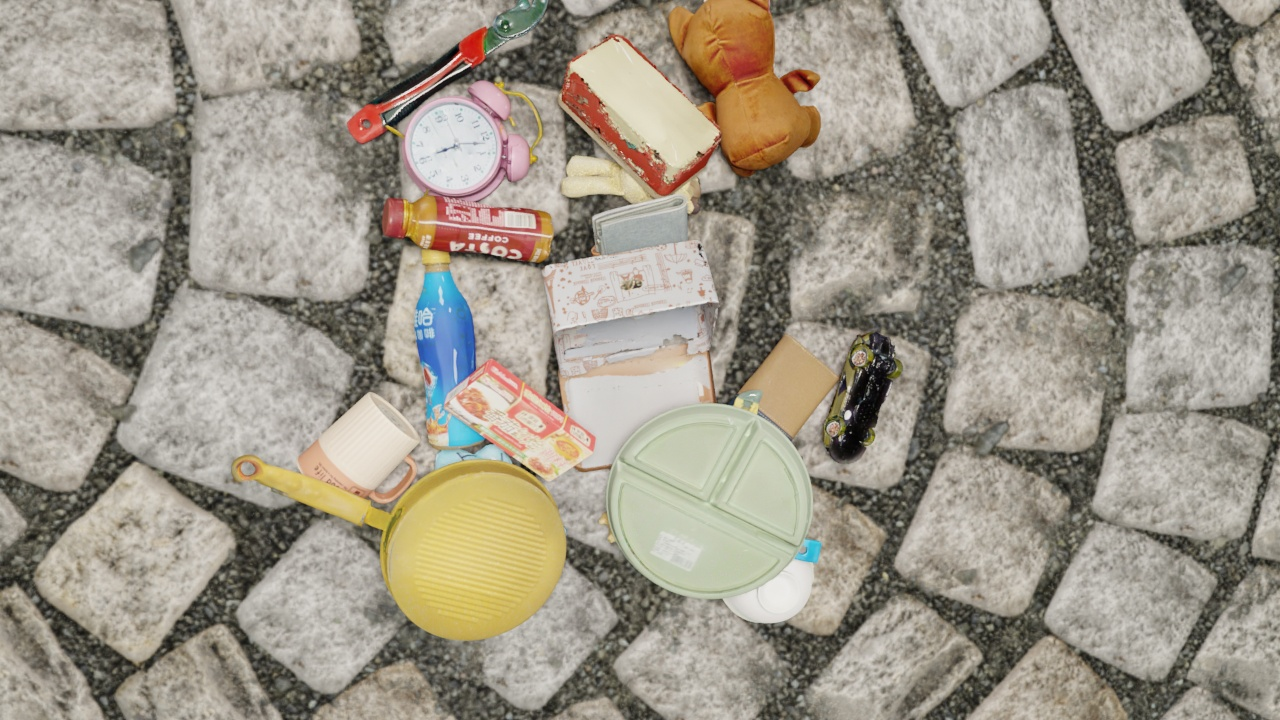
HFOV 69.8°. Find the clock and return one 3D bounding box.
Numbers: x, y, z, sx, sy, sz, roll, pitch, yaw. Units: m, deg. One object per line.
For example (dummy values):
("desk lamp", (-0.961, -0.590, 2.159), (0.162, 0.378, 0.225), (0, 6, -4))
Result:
("clock", (-0.182, -0.236, 0.992), (0.158, 0.060, 0.117), (-23, 98, -5))

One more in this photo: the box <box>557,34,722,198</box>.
("box", (-0.001, -0.261, 0.969), (0.168, 0.076, 0.091), (45, 64, 7))

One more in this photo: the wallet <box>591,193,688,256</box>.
("wallet", (0.000, -0.122, 0.999), (0.106, 0.130, 0.037), (-12, 55, -3))

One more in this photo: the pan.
("pan", (-0.248, 0.173, 0.964), (0.357, 0.078, 0.198), (22, 93, -24))

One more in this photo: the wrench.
("wrench", (-0.206, -0.328, 1.002), (0.273, 0.016, 0.056), (-40, 96, -1))

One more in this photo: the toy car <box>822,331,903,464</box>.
("toy car", (0.253, 0.044, 1.066), (0.070, 0.042, 0.158), (18, 92, -38))

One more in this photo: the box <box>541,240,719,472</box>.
("box", (-0.007, -0.005, 1.017), (0.179, 0.134, 0.271), (-9, 127, -5))

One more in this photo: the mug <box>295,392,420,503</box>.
("mug", (-0.297, 0.107, 1.009), (0.106, 0.081, 0.114), (-45, 125, -2))

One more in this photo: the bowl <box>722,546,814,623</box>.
("bowl", (0.154, 0.261, 1.072), (0.118, 0.065, 0.118), (0, 96, -5))

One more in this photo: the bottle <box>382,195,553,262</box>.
("bottle", (-0.183, -0.142, 0.977), (0.174, 0.057, 0.057), (5, 95, -24))

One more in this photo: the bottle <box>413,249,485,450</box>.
("bottle", (-0.212, -0.014, 1.008), (0.065, 0.065, 0.219), (-6, 96, -5))

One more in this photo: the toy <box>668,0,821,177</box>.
("toy", (0.115, -0.307, 0.987), (0.140, 0.130, 0.199), (-22, 104, 25))

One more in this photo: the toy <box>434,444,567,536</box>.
("toy", (-0.164, 0.172, 1.037), (0.161, 0.050, 0.156), (-3, 92, -10))

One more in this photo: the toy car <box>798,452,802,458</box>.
("toy car", (0.144, 0.140, 1.071), (0.105, 0.048, 0.032), (-39, 65, 0))

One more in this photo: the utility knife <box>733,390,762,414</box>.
("utility knife", (0.098, 0.125, 1.063), (0.031, 0.021, 0.205), (18, 113, 4))

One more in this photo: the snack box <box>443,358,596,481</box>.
("snack box", (-0.127, 0.067, 0.980), (0.075, 0.025, 0.153), (-34, 119, 31))

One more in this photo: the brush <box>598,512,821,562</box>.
("brush", (0.078, 0.195, 1.049), (0.255, 0.046, 0.083), (11, 91, 6))

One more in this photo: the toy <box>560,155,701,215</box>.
("toy", (-0.010, -0.192, 1.018), (0.157, 0.066, 0.105), (9, 52, -3))

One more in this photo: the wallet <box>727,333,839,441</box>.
("wallet", (0.166, 0.039, 1.069), (0.090, 0.033, 0.115), (38, 90, -11))

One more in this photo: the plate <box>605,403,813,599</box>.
("plate", (0.075, 0.160, 1.009), (0.230, 0.027, 0.230), (1, 101, 5))
